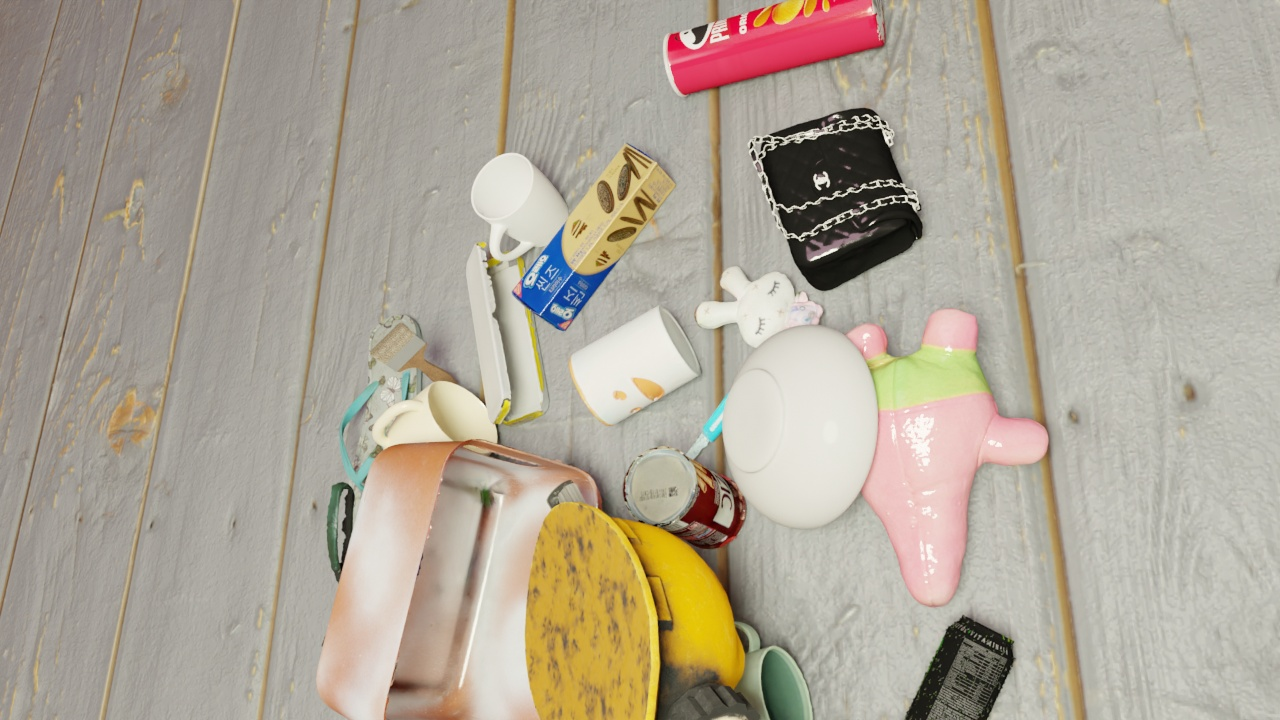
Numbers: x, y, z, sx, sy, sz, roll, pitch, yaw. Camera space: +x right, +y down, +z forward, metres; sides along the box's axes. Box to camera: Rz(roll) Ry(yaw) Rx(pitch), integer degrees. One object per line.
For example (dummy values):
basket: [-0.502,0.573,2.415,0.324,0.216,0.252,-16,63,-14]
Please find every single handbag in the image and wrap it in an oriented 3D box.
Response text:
handbag: [0.182,-0.165,0.849,0.125,0.114,0.153,-21,60,17]

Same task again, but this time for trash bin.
trash bin: [-0.169,0.209,0.848,0.158,0.181,0.259,-3,71,47]

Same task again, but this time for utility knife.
utility knife: [0.075,0.063,0.884,0.022,0.015,0.176,36,93,7]

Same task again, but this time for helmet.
helmet: [0.008,0.219,0.715,0.255,0.131,0.205,-145,63,-61]

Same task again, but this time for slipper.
slipper: [-0.295,0.067,1.052,0.098,0.054,0.268,-7,68,23]

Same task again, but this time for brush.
brush: [-0.234,0.006,0.987,0.045,0.143,0.008,-44,59,-3]

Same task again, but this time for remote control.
remote control: [-0.044,0.173,0.847,0.013,0.136,0.033,-8,25,48]

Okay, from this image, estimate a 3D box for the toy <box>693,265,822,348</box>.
toy: [0.116,-0.052,0.888,0.123,0.038,0.079,15,73,28]

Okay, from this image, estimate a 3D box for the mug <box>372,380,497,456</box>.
mug: [-0.228,0.084,0.971,0.100,0.120,0.096,-41,44,22]

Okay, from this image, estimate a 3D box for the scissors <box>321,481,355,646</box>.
scissors: [-0.276,0.192,0.912,0.015,0.203,0.202,7,107,2]

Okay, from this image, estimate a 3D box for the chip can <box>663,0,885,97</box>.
chip can: [0.138,-0.335,0.958,0.221,0.069,0.069,-7,69,25]

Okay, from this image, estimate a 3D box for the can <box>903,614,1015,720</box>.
can: [0.237,0.267,0.702,0.054,0.054,0.137,25,85,32]

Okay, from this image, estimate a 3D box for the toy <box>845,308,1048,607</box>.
toy: [0.231,0.081,0.753,0.192,0.096,0.236,-11,76,34]

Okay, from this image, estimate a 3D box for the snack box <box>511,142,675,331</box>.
snack box: [-0.050,-0.131,0.991,0.057,0.056,0.207,38,92,31]

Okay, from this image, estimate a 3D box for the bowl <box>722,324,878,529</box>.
bowl: [0.118,0.054,0.781,0.177,0.066,0.176,-25,61,59]

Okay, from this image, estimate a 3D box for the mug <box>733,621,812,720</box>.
mug: [0.074,0.276,0.767,0.104,0.084,0.111,-25,64,28]

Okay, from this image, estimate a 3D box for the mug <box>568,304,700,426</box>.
mug: [-0.005,0.005,0.905,0.105,0.082,0.082,-30,61,14]

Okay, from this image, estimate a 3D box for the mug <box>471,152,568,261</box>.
mug: [-0.136,-0.160,1.027,0.081,0.087,0.114,8,76,29]

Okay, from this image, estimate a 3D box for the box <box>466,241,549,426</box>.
box: [-0.155,-0.030,1.015,0.067,0.070,0.210,-33,59,38]

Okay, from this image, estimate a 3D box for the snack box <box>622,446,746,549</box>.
snack box: [0.041,0.123,0.815,0.072,0.121,0.072,-10,67,24]
